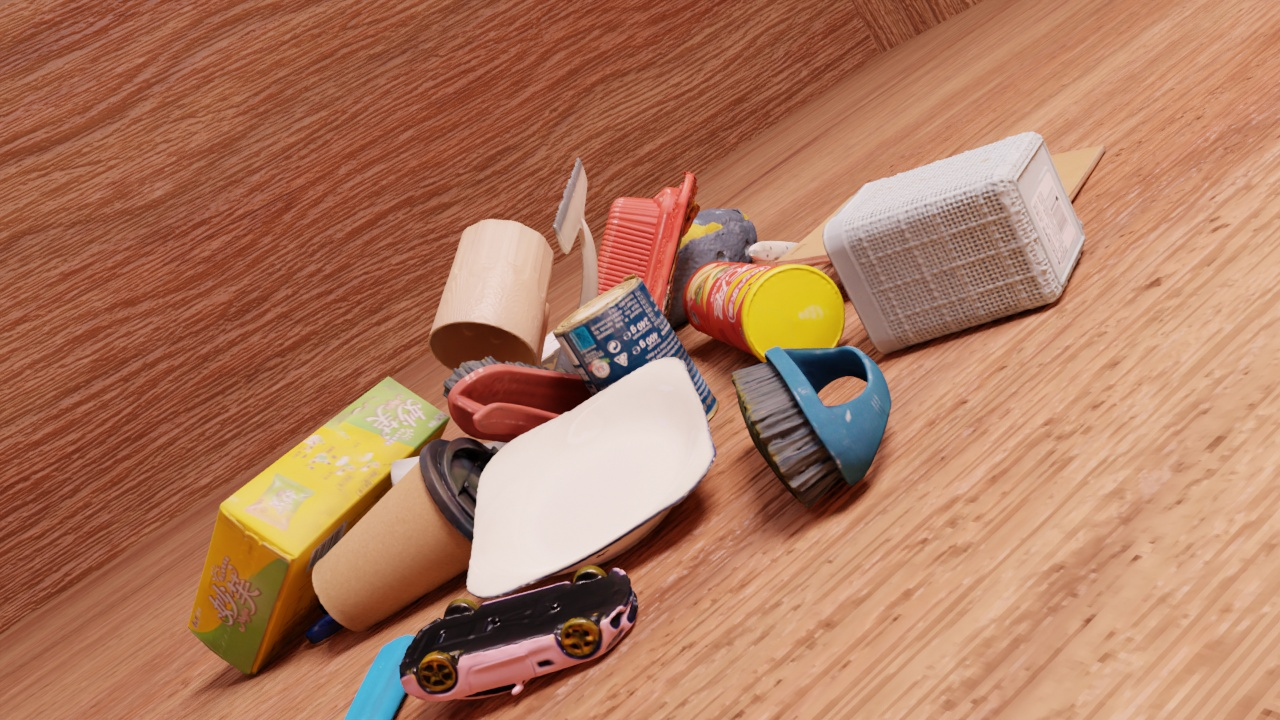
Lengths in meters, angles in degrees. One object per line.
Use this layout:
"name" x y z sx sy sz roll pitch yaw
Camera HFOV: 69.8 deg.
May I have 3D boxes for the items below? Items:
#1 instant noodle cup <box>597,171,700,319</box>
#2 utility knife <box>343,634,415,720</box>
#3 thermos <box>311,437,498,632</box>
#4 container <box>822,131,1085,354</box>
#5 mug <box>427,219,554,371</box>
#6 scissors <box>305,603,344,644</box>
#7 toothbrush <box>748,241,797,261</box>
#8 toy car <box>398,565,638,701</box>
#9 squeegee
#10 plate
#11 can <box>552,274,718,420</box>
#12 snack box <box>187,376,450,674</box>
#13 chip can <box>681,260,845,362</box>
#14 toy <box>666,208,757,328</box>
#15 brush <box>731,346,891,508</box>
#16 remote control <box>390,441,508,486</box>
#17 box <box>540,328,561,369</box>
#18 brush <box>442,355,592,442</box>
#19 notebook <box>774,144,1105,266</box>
"instant noodle cup" 0.003 -0.086 0.841 0.164 0.079 0.189 -70 -5 -80
"utility knife" -0.144 0.195 0.468 0.034 0.018 0.166 -33 13 12
"thermos" -0.154 0.122 0.637 0.143 0.093 0.093 -38 10 11
"container" 0.185 -0.069 0.536 0.112 0.090 0.089 -16 20 44
"mug" -0.108 -0.036 0.741 0.084 0.125 0.103 -6 55 20
"scissors" -0.191 0.165 0.730 0.168 0.012 0.147 -39 14 -34
"toothbrush" 0.135 -0.094 0.784 0.017 0.016 0.187 -6 3 35
"toy car" -0.058 0.136 0.447 0.122 0.037 0.056 -17 17 9
"squeegee" -0.059 -0.024 0.769 0.039 0.247 0.246 8 22 -3
"plate" -0.028 0.075 0.558 0.164 0.034 0.164 -30 26 9
"can" -0.004 0.004 0.657 0.075 0.111 0.075 -31 12 7
"snack box" -0.258 0.129 0.752 0.158 0.070 0.209 -60 -5 34
"chip can" 0.087 -0.042 0.711 0.073 0.073 0.216 -33 11 -3
"toy" 0.052 -0.100 1.008 0.355 0.091 0.138 -39 1 -39
"brush" 0.090 0.023 0.472 0.073 0.055 0.143 -32 11 5
"remote control" -0.124 0.084 0.714 0.135 0.019 0.056 -10 22 -20
"box" -0.081 -0.002 1.026 0.090 0.059 0.183 -27 15 28
"brush" -0.075 0.036 0.677 0.069 0.145 0.063 39 110 45
"notebook" 0.227 -0.116 0.705 0.212 0.012 0.149 -5 26 42
